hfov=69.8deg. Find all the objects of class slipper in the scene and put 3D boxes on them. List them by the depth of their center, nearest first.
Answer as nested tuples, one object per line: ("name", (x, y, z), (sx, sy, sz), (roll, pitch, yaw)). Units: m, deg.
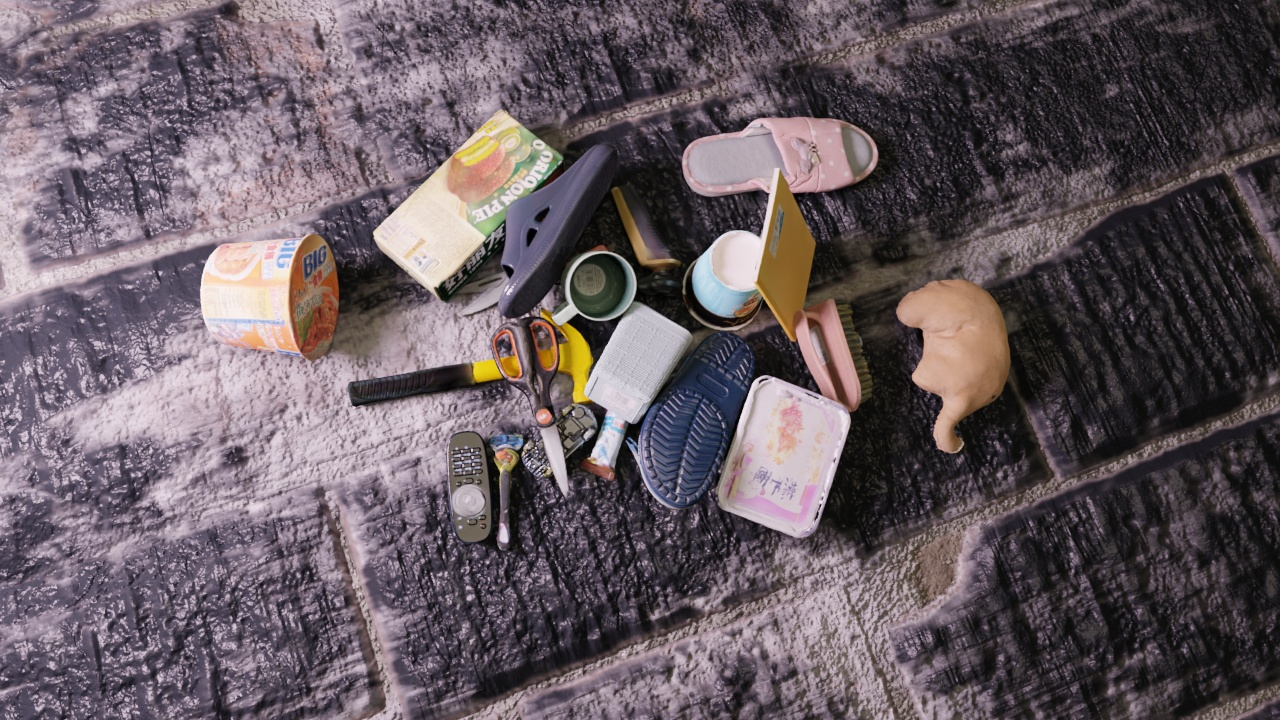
("slipper", (0.063, 0.071, 1.133), (0.105, 0.095, 0.252), (28, 58, 0))
("slipper", (-0.120, -0.170, 1.148), (0.083, 0.111, 0.267), (27, 70, 7))
("slipper", (0.192, -0.277, 1.242), (0.274, 0.054, 0.114), (-6, 77, -7))

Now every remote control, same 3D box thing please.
("remote control", (-0.208, 0.154, 1.118), (0.053, 0.024, 0.136), (-5, 79, -9))

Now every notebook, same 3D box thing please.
("notebook", (0.182, -0.125, 1.138), (0.010, 0.206, 0.145), (7, 75, 24))

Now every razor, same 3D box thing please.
("razor", (-0.166, 0.160, 1.122), (0.042, 0.022, 0.142), (1, 77, -4))
("razor", (0.003, -0.157, 1.201), (0.068, 0.062, 0.167), (-29, 74, 20))

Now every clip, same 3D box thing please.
("clip", (-0.001, 0.120, 1.139), (0.028, 0.024, 0.057), (-39, 118, -11))

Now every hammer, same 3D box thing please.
("hammer", (-0.209, 0.015, 1.145), (0.300, 0.033, 0.128), (-10, 78, -8))

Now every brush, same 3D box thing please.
("brush", (0.247, -0.003, 1.178), (0.073, 0.063, 0.145), (-14, 85, -26))

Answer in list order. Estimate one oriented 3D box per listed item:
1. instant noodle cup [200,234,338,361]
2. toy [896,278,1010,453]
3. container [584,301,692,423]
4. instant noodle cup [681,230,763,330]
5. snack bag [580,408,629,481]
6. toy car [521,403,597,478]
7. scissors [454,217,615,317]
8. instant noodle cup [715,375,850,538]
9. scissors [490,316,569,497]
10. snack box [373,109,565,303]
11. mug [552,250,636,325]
("instant noodle cup", (-0.439, -0.076, 1.091), (0.111, 0.151, 0.151), (3, 77, 3))
("toy", (0.416, 0.004, 1.192), (0.143, 0.082, 0.226), (-9, 81, -3))
("container", (-0.007, 0.007, 1.125), (0.090, 0.090, 0.111), (30, 62, 0))
("instant noodle cup", (0.115, -0.106, 1.160), (0.111, 0.120, 0.111), (1, 77, -6))
("snack bag", (-0.037, 0.095, 1.148), (0.048, 0.026, 0.104), (22, 76, 8))
("toy car", (-0.099, 0.099, 1.137), (0.105, 0.031, 0.049), (-43, 84, -7))
("scissors", (-0.141, -0.127, 1.195), (0.197, 0.015, 0.213), (18, 77, -2))
("instant noodle cup", (0.170, 0.118, 1.135), (0.138, 0.060, 0.173), (22, 82, -11))
("scissors", (-0.106, 0.052, 1.120), (0.125, 0.022, 0.235), (-34, 83, -13))
("snack box", (-0.214, -0.198, 1.173), (0.114, 0.063, 0.239), (39, 76, 10))
("mug", (-0.065, -0.085, 1.138), (0.111, 0.106, 0.082), (-42, 103, -3))
